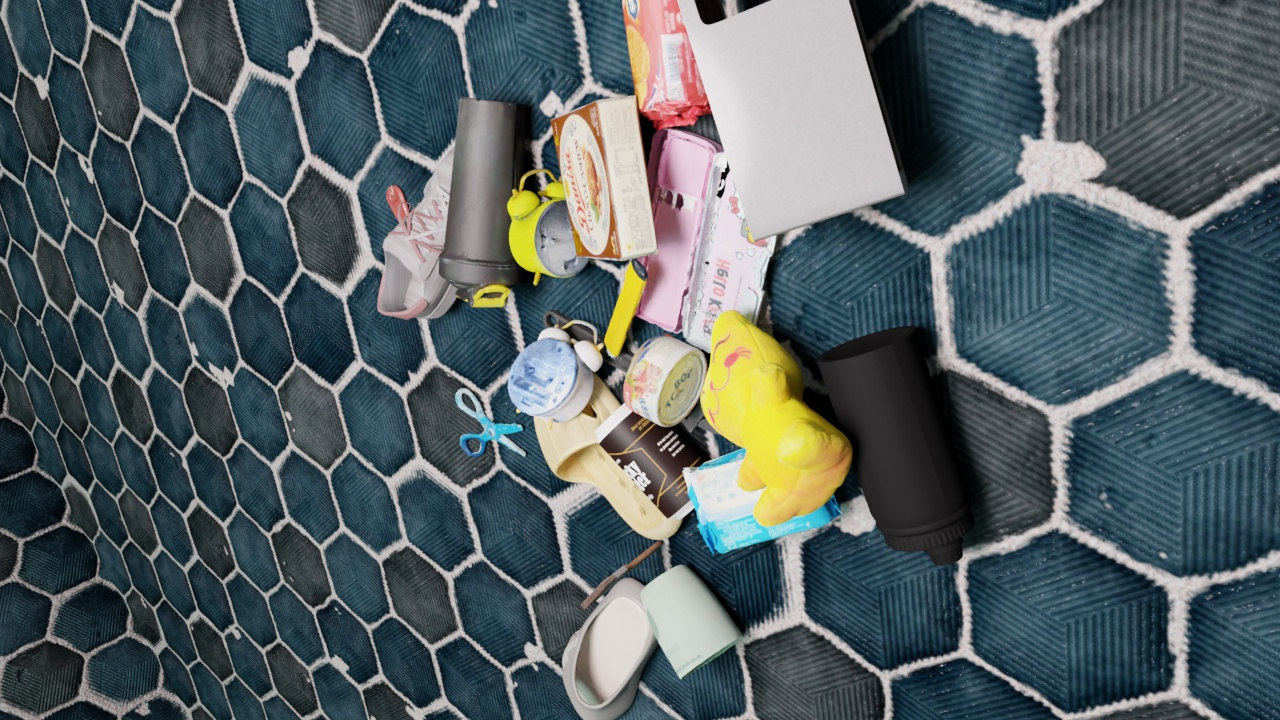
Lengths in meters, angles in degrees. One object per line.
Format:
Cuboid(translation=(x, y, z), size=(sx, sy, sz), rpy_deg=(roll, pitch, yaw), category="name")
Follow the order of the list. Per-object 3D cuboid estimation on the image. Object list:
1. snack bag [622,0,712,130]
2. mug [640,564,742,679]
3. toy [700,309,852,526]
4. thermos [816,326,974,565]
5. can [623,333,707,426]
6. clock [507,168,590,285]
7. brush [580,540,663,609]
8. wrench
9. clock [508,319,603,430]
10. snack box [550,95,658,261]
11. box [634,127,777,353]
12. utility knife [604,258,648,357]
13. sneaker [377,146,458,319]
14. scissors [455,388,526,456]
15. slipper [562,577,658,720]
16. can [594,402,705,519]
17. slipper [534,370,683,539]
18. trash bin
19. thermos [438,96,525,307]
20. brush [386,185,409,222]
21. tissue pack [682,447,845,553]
Cuboid(translation=(0.027, -0.295, 0.811), size=(0.082, 0.082, 0.176), rpy_deg=(6, 113, 38), category="snack bag")
Cuboid(translation=(0.051, 0.296, 1.045), size=(0.104, 0.084, 0.111), rpy_deg=(55, 161, 21), category="mug")
Cuboid(translation=(0.117, 0.045, 0.817), size=(0.193, 0.087, 0.135), rpy_deg=(-119, 26, -52), category="toy")
Cuboid(translation=(0.226, 0.078, 0.795), size=(0.086, 0.085, 0.198), rpy_deg=(-15, 99, 42), category="thermos")
Cuboid(translation=(0.025, 0.020, 0.913), size=(0.043, 0.086, 0.086), rpy_deg=(26, 123, 31), category="can")
Cuboid(translation=(-0.096, -0.143, 0.971), size=(0.057, 0.083, 0.119), rpy_deg=(10, 117, 44), category="clock")
Cuboid(translation=(-0.013, 0.231, 1.019), size=(0.008, 0.142, 0.045), rpy_deg=(46, 122, 13), category="brush")
Cuboid(translation=(-0.006, 0.006, 1.004), size=(0.273, 0.018, 0.073), rpy_deg=(29, 124, 29), category="wrench")
Cuboid(translation=(-0.090, 0.011, 1.012), size=(0.089, 0.052, 0.125), rpy_deg=(25, 83, 36), category="clock")
Cuboid(translation=(-0.036, -0.172, 0.888), size=(0.147, 0.041, 0.143), rpy_deg=(-160, 58, -67), category="snack box")
Cuboid(translation=(0.060, -0.110, 0.887), size=(0.153, 0.037, 0.202), rpy_deg=(26, 123, 26), category="box")
Cuboid(translation=(-0.018, -0.050, 0.946), size=(0.030, 0.017, 0.159), rpy_deg=(64, 150, 26), category="utility knife")
Cuboid(translation=(-0.247, -0.142, 1.069), size=(0.099, 0.089, 0.237), rpy_deg=(34, 117, 15), category="sneaker")
Cuboid(translation=(-0.198, 0.101, 1.207), size=(0.140, 0.013, 0.118), rpy_deg=(31, 125, 24), category="scissors")
Cuboid(translation=(-0.050, 0.384, 1.157), size=(0.113, 0.080, 0.267), rpy_deg=(39, 128, 16), category="slipper")
Cuboid(translation=(0.017, 0.103, 0.979), size=(0.128, 0.071, 0.072), rpy_deg=(47, 131, 4), category="can")
Cuboid(translation=(-0.055, 0.102, 1.044), size=(0.261, 0.079, 0.112), rpy_deg=(49, 128, 12), category="slipper")
Cuboid(translation=(0.118, -0.224, 0.713), size=(0.115, 0.114, 0.229), rpy_deg=(-16, 98, 21), category="trash bin")
Cuboid(translation=(-0.167, -0.169, 0.998), size=(0.098, 0.098, 0.221), rpy_deg=(17, 108, 33), category="thermos")
Cuboid(translation=(-0.289, -0.141, 1.165), size=(0.041, 0.030, 0.172), rpy_deg=(-23, 92, 43), category="brush")
Cuboid(translation=(0.117, 0.128, 0.905), size=(0.145, 0.061, 0.093), rpy_deg=(-20, 96, 19), category="tissue pack")
